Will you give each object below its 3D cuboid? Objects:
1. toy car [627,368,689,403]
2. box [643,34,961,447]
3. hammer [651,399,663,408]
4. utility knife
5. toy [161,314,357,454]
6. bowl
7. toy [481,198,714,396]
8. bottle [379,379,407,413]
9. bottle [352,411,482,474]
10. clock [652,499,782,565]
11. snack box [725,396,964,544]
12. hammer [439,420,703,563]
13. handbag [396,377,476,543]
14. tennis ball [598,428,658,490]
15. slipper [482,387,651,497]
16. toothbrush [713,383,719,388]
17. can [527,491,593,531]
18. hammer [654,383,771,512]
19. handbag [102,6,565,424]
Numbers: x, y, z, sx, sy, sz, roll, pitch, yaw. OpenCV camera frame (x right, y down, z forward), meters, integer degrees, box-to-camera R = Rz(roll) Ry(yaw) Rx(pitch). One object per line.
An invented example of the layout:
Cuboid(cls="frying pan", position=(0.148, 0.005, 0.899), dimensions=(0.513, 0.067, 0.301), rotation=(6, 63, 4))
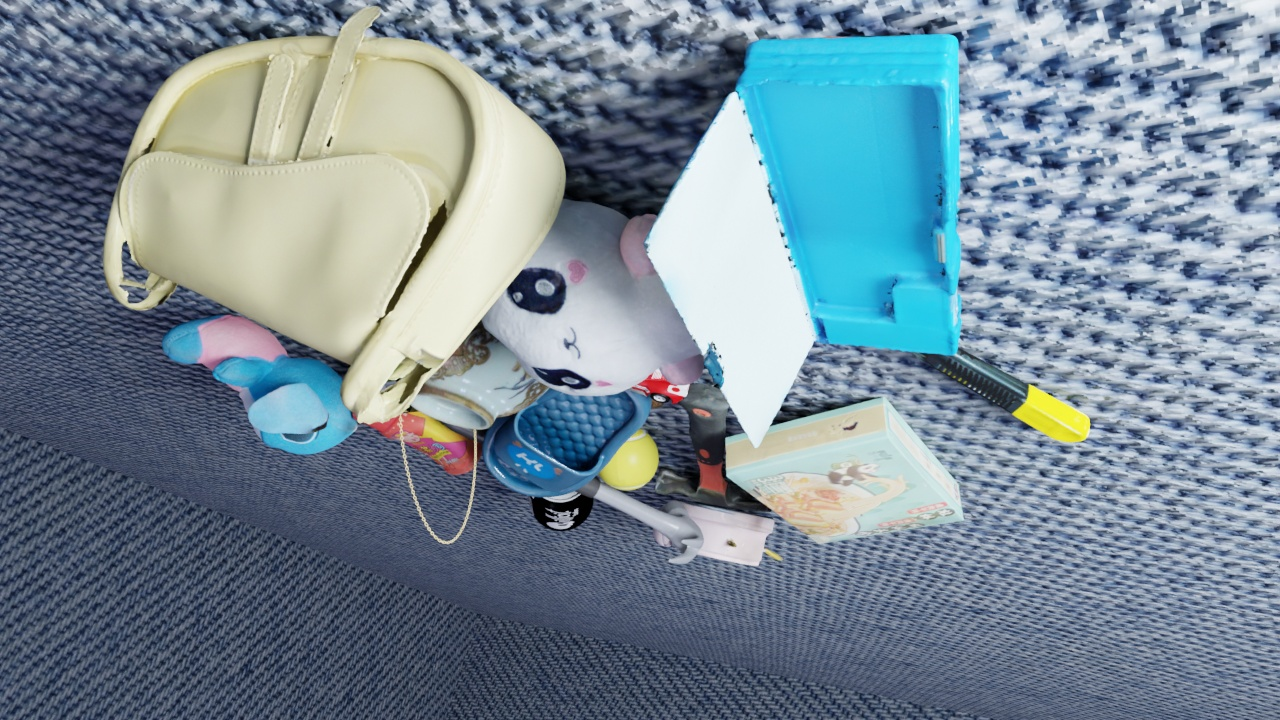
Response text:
Cuboid(cls="toy car", position=(-0.004, 0.004, 0.737), dimensions=(0.089, 0.038, 0.025), rotation=(19, 155, -6))
Cuboid(cls="box", position=(0.098, -0.038, 0.469), dimensions=(0.114, 0.113, 0.243), rotation=(6, 156, 22))
Cuboid(cls="hammer", position=(-0.126, 0.025, 0.882), dimensions=(0.331, 0.033, 0.120), rotation=(-1, 151, 34))
Cuboid(cls="utility knife", position=(0.242, 0.017, 0.624), dimensions=(0.174, 0.020, 0.029), rotation=(25, 155, -24))
Cuboid(cls="toy", position=(-0.376, 0.026, 0.940), dimensions=(0.191, 0.099, 0.224), rotation=(36, 170, -2))
Cuboid(cls="bowl", position=(-0.140, 0.000, 0.746), dimensions=(0.160, 0.093, 0.160), rotation=(14, 158, 5))
Cuboid(cls="toy", position=(-0.013, -0.037, 0.560), dimensions=(0.180, 0.101, 0.139), rotation=(4, 130, 26))
Cuboid(cls="bottle", position=(-0.232, 0.006, 0.855), dimensions=(0.043, 0.042, 0.110), rotation=(12, 141, 10))
Cuboid(cls="bottle", position=(-0.229, 0.068, 0.943), dimensions=(0.134, 0.048, 0.072), rotation=(35, 151, -28))
Cuboid(cls="clock", position=(0.081, 0.201, 1.090), dimensions=(0.158, 0.058, 0.116), rotation=(3, 168, 44))
Cuboid(cls="snack box", position=(0.182, 0.103, 0.803), dimensions=(0.142, 0.044, 0.193), rotation=(-17, 143, 29))
Cuboid(cls="hammer", position=(-0.065, 0.123, 0.940), dimensions=(0.310, 0.029, 0.125), rotation=(30, -172, -18))
Cuboid(cls="handbag", position=(-0.179, 0.075, 0.828), dimensions=(0.027, 0.178, 0.084), rotation=(-4, -179, 40))
Cuboid(cls="tennis ball", position=(-0.014, 0.099, 0.931), dimensions=(0.065, 0.065, 0.065), rotation=(14, 158, 6))
Cuboid(cls="slipper", position=(-0.069, 0.071, 0.817), dimensions=(0.104, 0.059, 0.214), rotation=(42, 132, -12))
Cuboid(cls="toothbrush", position=(0.076, 0.016, 0.746), dimensions=(0.017, 0.014, 0.188), rotation=(-3, 165, -17))
Cuboid(cls="can", position=(-0.094, 0.150, 1.086), dimensions=(0.080, 0.080, 0.146), rotation=(15, 158, 2))
Cuboid(cls="hammer", position=(0.067, 0.090, 0.888), dimensions=(0.133, 0.033, 0.333), rotation=(12, 160, 12))
Cuboid(cls="handbag", position=(-0.171, -0.083, 0.480), dimensions=(0.233, 0.191, 0.088), rotation=(21, 176, 21))
